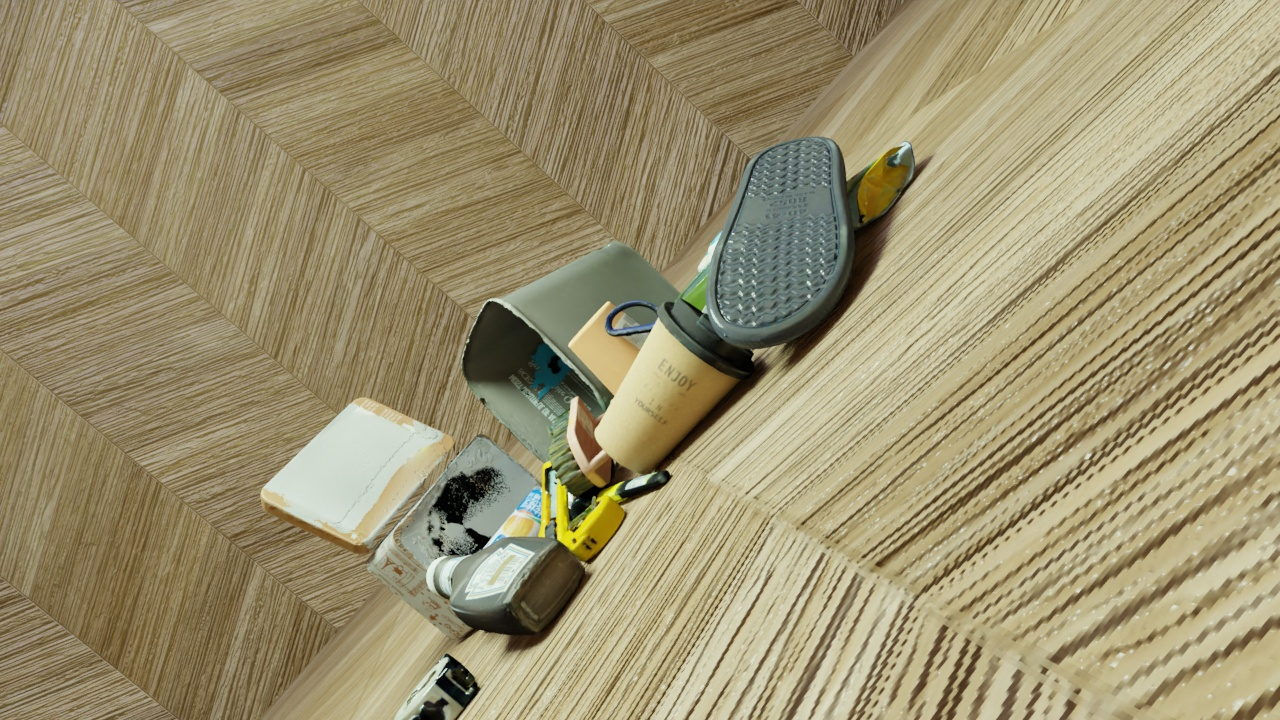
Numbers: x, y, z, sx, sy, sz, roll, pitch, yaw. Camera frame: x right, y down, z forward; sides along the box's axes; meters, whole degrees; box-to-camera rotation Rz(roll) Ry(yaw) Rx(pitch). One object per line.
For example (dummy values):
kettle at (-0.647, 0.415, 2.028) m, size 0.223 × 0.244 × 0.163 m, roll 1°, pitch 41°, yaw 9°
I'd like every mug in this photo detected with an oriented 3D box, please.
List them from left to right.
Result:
mug at (-0.005, 0.005, 0.878) m, size 0.078 × 0.123 × 0.078 m, roll -46°, pitch 6°, yaw 6°

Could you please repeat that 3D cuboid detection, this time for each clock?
clock at (0.097, -0.090, 1.096) m, size 0.116 × 0.056 × 0.160 m, roll -42°, pitch 8°, yaw 39°

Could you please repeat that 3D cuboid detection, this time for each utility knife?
utility knife at (-0.080, 0.139, 0.832) m, size 0.033 × 0.015 × 0.154 m, roll -31°, pitch 30°, yaw 13°

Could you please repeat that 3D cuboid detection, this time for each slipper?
slipper at (0.127, -0.088, 0.753) m, size 0.111 × 0.083 × 0.267 m, roll -7°, pitch 40°, yaw 21°

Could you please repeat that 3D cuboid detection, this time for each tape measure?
tape measure at (-0.161, 0.267, 0.720) m, size 0.066 × 0.033 × 0.066 m, roll -49°, pitch 4°, yaw -19°
tape measure at (-0.041, 0.134, 0.742) m, size 0.057 × 0.029 × 0.060 m, roll -49°, pitch 6°, yaw -15°

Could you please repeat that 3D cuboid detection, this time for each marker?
marker at (-0.006, 0.106, 0.759) m, size 0.018 × 0.015 × 0.124 m, roll -45°, pitch 7°, yaw -29°

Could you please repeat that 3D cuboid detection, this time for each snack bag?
snack bag at (0.182, -0.133, 0.867) m, size 0.110 × 0.039 × 0.191 m, roll -61°, pitch 9°, yaw -18°

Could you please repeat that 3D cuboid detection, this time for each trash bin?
trash bin at (-0.070, -0.017, 1.138) m, size 0.219 × 0.199 × 0.199 m, roll -40°, pitch -9°, yaw -38°

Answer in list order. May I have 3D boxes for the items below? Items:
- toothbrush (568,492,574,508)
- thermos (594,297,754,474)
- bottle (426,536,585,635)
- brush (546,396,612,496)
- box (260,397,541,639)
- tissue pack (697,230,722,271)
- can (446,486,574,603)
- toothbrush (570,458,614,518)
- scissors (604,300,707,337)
toothbrush at (-0.078, 0.147, 1.012) m, size 0.016 × 0.016 × 0.180 m, roll -53°, pitch 6°, yaw 3°
thermos at (0.026, 0.021, 0.753) m, size 0.143 × 0.093 × 0.093 m, roll -54°, pitch 4°, yaw 17°
bottle at (-0.121, 0.179, 0.745) m, size 0.195 × 0.044 × 0.079 m, roll -15°, pitch 29°, yaw 54°
brush at (-0.045, 0.076, 0.849) m, size 0.073 × 0.063 × 0.145 m, roll -32°, pitch 11°, yaw 4°
box at (-0.233, 0.148, 0.960) m, size 0.177 × 0.272 × 0.107 m, roll -55°, pitch -5°, yaw -48°
tissue pack at (0.139, -0.157, 1.198) m, size 0.140 × 0.063 × 0.089 m, roll -44°, pitch 7°, yaw 38°
can at (-0.122, 0.187, 0.869) m, size 0.134 × 0.053 × 0.053 m, roll -51°, pitch 6°, yaw -26°
toothbrush at (-0.038, 0.110, 0.921) m, size 0.212 × 0.026 × 0.027 m, roll -64°, pitch -26°, yaw -75°
scissors at (0.045, -0.025, 0.814) m, size 0.012 × 0.162 × 0.176 m, roll 23°, pitch -97°, yaw -70°
